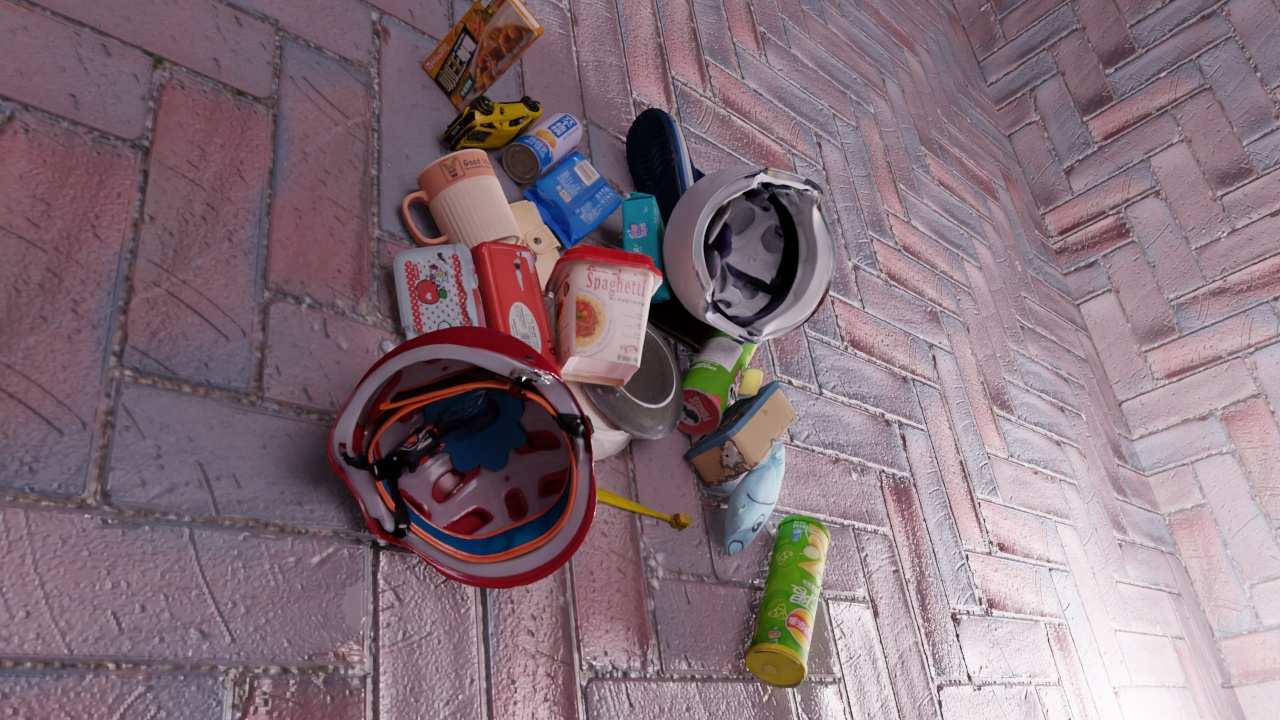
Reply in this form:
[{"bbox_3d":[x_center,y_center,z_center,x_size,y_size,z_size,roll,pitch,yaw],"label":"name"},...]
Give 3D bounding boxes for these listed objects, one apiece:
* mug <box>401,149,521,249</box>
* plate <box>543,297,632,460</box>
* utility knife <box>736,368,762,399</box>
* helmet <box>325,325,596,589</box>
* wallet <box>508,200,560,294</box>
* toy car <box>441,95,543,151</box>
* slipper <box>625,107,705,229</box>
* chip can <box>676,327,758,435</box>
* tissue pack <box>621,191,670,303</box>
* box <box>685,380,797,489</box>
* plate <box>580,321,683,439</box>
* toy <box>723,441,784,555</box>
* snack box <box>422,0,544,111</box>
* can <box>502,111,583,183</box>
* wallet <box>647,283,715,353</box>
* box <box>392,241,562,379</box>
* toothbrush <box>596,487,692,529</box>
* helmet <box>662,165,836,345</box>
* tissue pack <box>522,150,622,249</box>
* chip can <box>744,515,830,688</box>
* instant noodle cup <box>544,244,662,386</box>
[{"bbox_3d":[-0.200,-0.161,1.007,0.114,0.082,0.106,-23,84,-25],"label":"mug"},{"bbox_3d":[-0.067,0.012,1.057,0.204,0.046,0.204,28,46,-33],"label":"plate"},{"bbox_3d":[0.149,0.030,1.258,0.167,0.031,0.018,-33,121,-76],"label":"utility knife"},{"bbox_3d":[-0.147,0.073,0.821,0.240,0.207,0.143,62,2,-26],"label":"helmet"},{"bbox_3d":[-0.135,-0.131,1.080,0.087,0.024,0.115,-24,82,-33],"label":"wallet"},{"bbox_3d":[-0.175,-0.288,1.121,0.155,0.071,0.041,-27,85,-53],"label":"toy car"},{"bbox_3d":[0.054,-0.252,1.323,0.095,0.105,0.252,2,66,-39],"label":"slipper"},{"bbox_3d":[0.108,0.004,1.235,0.072,0.072,0.235,49,38,-12],"label":"chip can"},{"bbox_3d":[0.006,-0.149,1.213,0.093,0.050,0.133,65,20,-58],"label":"tissue pack"},{"bbox_3d":[0.137,0.092,1.196,0.062,0.090,0.183,55,35,-5],"label":"box"},{"bbox_3d":[-0.006,0.006,1.071,0.179,0.024,0.179,28,47,-35],"label":"plate"},{"bbox_3d":[0.146,0.172,1.153,0.161,0.050,0.156,-68,157,-9],"label":"toy"},{"bbox_3d":[-0.189,-0.373,1.094,0.075,0.154,0.026,49,38,-12],"label":"snack box"},{"bbox_3d":[-0.123,-0.277,1.185,0.053,0.053,0.134,50,38,-11],"label":"can"},{"bbox_3d":[0.060,-0.067,1.248,0.096,0.020,0.122,29,40,6],"label":"wallet"},{"bbox_3d":[-0.161,-0.025,0.933,0.160,0.059,0.201,-6,74,-29],"label":"box"},{"bbox_3d":[-0.011,0.162,1.038,0.190,0.017,0.015,25,48,-36],"label":"toothbrush"},{"bbox_3d":[0.128,-0.145,1.208,0.258,0.146,0.229,12,99,-44],"label":"helmet"},{"bbox_3d":[-0.089,-0.204,1.175,0.095,0.052,0.156,48,38,-10],"label":"tissue pack"},{"bbox_3d":[0.184,0.287,1.126,0.072,0.073,0.220,45,39,-17],"label":"chip can"},{"bbox_3d":[-0.043,-0.044,0.985,0.116,0.117,0.124,7,68,-14],"label":"instant noodle cup"}]
